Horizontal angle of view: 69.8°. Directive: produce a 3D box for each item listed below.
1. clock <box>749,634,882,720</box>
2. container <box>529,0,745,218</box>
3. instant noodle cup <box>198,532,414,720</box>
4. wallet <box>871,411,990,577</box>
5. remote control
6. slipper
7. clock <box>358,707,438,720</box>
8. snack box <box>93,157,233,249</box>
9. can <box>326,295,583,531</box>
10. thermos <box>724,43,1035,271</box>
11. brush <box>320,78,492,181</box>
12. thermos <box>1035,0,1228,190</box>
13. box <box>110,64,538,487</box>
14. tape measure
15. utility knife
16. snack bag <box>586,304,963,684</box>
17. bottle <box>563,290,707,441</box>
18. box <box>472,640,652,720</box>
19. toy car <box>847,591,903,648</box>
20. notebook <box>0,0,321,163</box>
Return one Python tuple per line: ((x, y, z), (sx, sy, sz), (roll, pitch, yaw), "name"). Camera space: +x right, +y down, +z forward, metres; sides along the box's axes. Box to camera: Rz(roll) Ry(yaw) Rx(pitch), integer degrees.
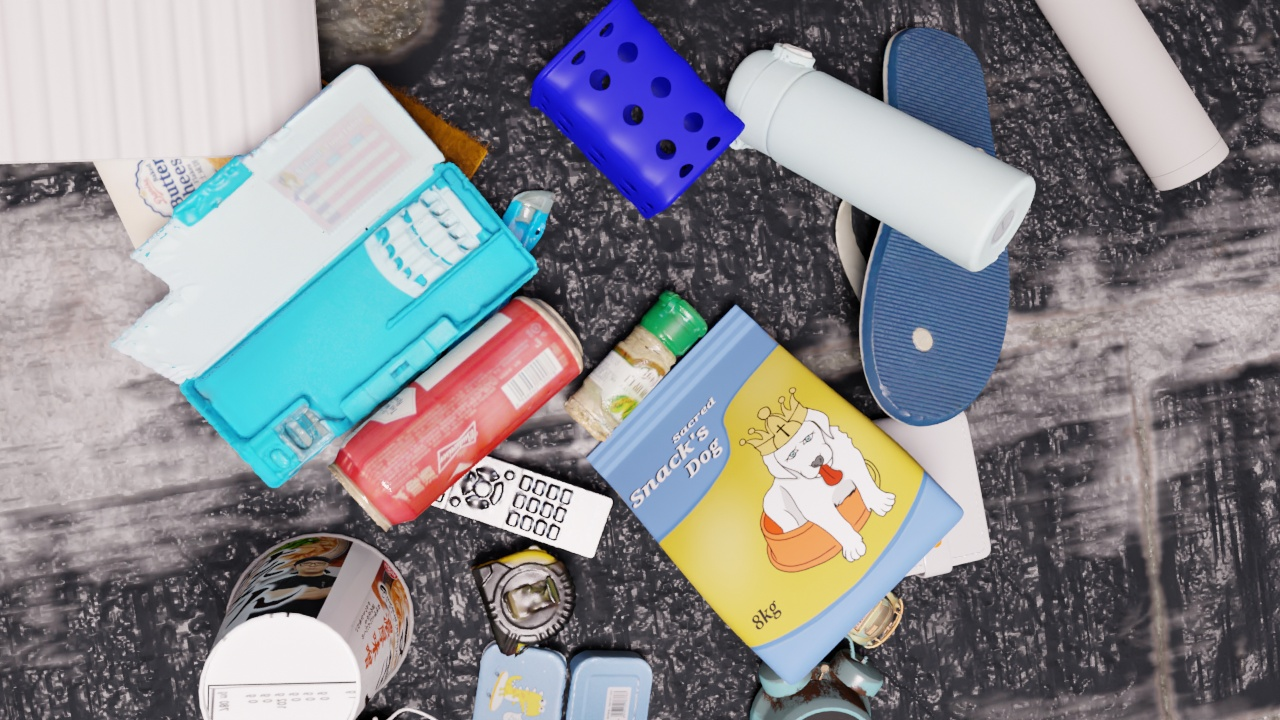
((0.127, 0.250, 0.652), (0.090, 0.053, 0.124), (1, 103, -7), "clock")
((-0.003, -0.163, 0.607), (0.113, 0.085, 0.084), (45, 86, -9), "container")
((-0.208, 0.180, 0.566), (0.123, 0.122, 0.123), (0, 92, -9), "instant noodle cup")
((0.187, 0.100, 0.668), (0.115, 0.037, 0.118), (-10, 90, -8), "wallet")
((-0.096, 0.091, 0.633), (0.150, 0.022, 0.047), (21, 89, -7), "remote control")
((0.201, -0.095, 0.656), (0.118, 0.060, 0.294), (8, 77, -14), "slipper")
((-0.172, 0.291, 0.615), (0.091, 0.042, 0.120), (36, 86, -8), "clock")
((-0.295, -0.168, 0.575), (0.104, 0.057, 0.208), (-25, 95, -7), "snack box")
((-0.115, 0.032, 0.590), (0.170, 0.067, 0.067), (-42, 97, -17), "can")
((0.145, -0.135, 0.594), (0.207, 0.065, 0.078), (38, 125, 27), "thermos")
((-0.168, -0.158, 0.615), (0.126, 0.017, 0.048), (32, 87, -8), "brush")
((0.347, -0.231, 0.674), (0.052, 0.052, 0.224), (-38, 97, -6), "thermos")
((-0.202, -0.049, 0.578), (0.227, 0.071, 0.182), (-40, 120, 0), "box")
((-0.075, 0.162, 0.624), (0.062, 0.038, 0.067), (-18, 82, -13), "tape measure")
((-0.103, -0.040, 0.631), (0.031, 0.015, 0.174), (22, 90, -4), "utility knife")
((0.083, 0.083, 0.614), (0.159, 0.102, 0.205), (-46, 72, 2), "snack bag")
((-0.004, 0.004, 0.632), (0.043, 0.043, 0.111), (43, 86, -8), "bottle")
((-0.063, 0.304, 0.638), (0.127, 0.034, 0.209), (8, 89, -10), "box")
((0.144, 0.167, 0.658), (0.112, 0.047, 0.047), (36, 87, -7), "toy car")
((-0.299, -0.190, 0.539), (0.209, 0.009, 0.142), (-4, 93, -8), "notebook")
